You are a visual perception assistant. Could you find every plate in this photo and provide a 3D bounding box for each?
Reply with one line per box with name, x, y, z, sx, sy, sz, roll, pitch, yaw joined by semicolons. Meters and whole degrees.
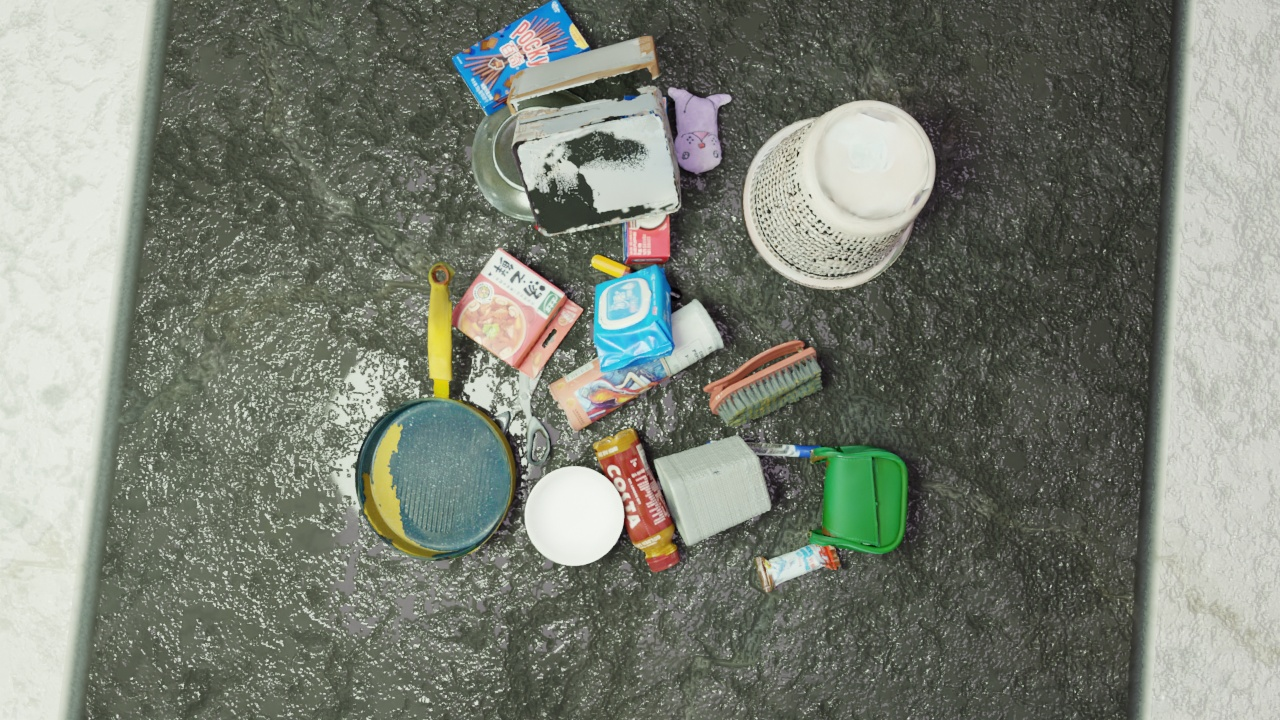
plate;-0.128;-0.264;1.159;0.179;0.024;0.179;0;84;4

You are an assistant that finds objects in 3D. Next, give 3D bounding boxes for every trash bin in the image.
trash bin;0.248;-0.210;1.099;0.227;0.192;0.227;0;87;-2

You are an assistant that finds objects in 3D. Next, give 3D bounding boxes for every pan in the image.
pan;-0.242;0.064;1.099;0.198;0.078;0.357;6;91;8

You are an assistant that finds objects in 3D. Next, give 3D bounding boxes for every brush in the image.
brush;0.153;0.028;1.152;0.146;0.063;0.069;-25;58;-2

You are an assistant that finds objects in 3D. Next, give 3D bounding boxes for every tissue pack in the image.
tissue pack;-0.010;-0.052;1.104;0.095;0.156;0.052;-17;131;14

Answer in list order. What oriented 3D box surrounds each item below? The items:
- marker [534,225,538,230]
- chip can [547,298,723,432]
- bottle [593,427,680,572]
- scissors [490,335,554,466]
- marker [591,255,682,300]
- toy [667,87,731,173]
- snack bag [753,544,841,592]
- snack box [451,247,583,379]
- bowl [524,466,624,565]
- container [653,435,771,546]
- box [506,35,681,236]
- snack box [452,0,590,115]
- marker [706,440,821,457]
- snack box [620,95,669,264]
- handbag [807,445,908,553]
marker;-0.088;-0.225;1.173;0.017;0.017;0.145;36;86;0
chip can;-0.007;0.007;1.138;0.214;0.071;0.071;-30;89;-3
bottle;-0.001;0.173;1.136;0.057;0.057;0.175;-22;88;-3
scissors;-0.148;0.053;1.158;0.170;0.014;0.159;-32;89;-4
marker;-0.005;-0.105;1.172;0.124;0.015;0.018;23;88;-4
toy;0.076;-0.291;1.172;0.084;0.039;0.108;0;86;-11
snack bag;0.198;0.255;1.156;0.104;0.026;0.048;-15;74;-4
snack box;-0.155;-0.057;1.144;0.127;0.044;0.113;34;84;3
bowl;-0.081;0.187;1.129;0.118;0.065;0.118;0;88;-3
container;0.089;0.154;1.118;0.114;0.090;0.090;-19;110;-7
box;-0.054;-0.274;1.092;0.183;0.192;0.157;-9;128;8
snack box;-0.151;-0.386;1.166;0.157;0.026;0.084;-31;77;-4
marker;0.157;0.113;1.166;0.146;0.017;0.017;3;87;-2
snack box;0.004;-0.227;1.157;0.058;0.057;0.207;-1;87;-5
handbag;0.267;0.170;1.138;0.120;0.068;0.131;5;86;-6
